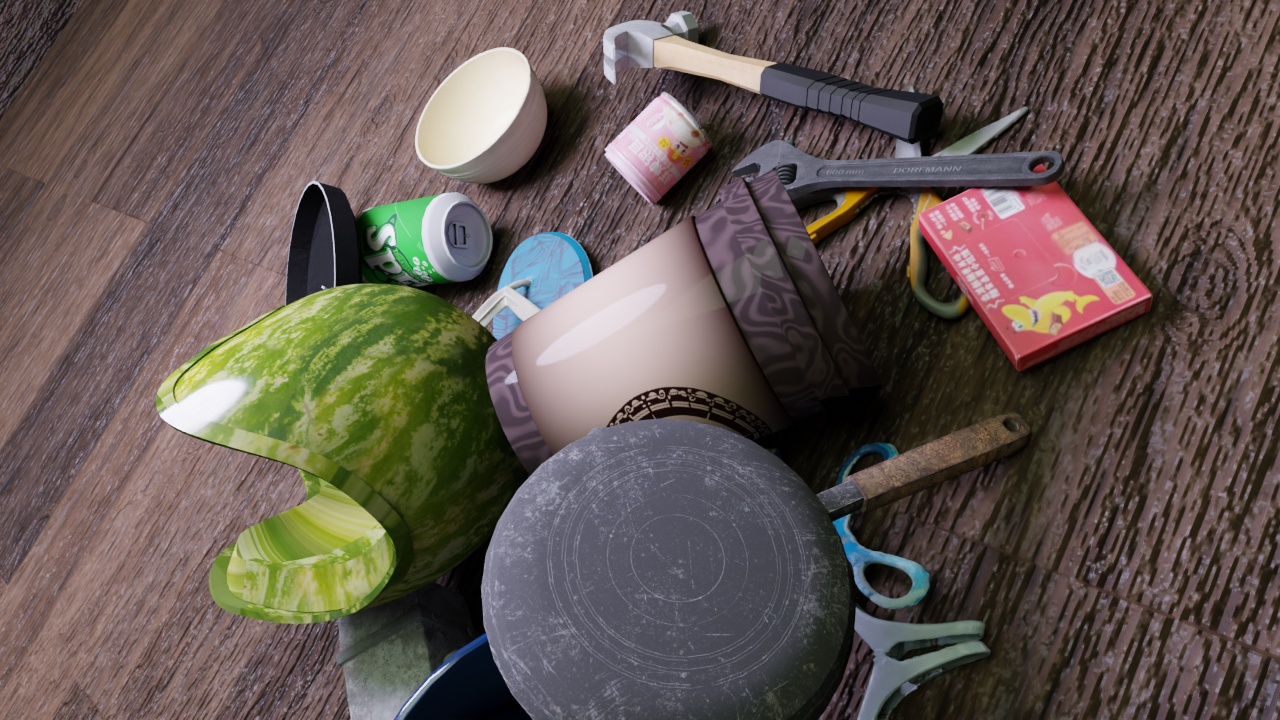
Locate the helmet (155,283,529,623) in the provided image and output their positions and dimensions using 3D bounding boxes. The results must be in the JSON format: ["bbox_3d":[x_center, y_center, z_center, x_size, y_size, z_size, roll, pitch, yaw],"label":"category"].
[{"bbox_3d":[-0.199,0.053,0.678,0.243,0.213,0.246,3,31,6],"label":"helmet"}]

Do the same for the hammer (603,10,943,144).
[{"bbox_3d":[0.099,-0.241,0.777,0.130,0.039,0.328,-28,42,-35],"label":"hammer"}]

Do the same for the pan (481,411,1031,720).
[{"bbox_3d":[0.086,0.088,0.511,0.356,0.040,0.207,-20,58,-18],"label":"pan"}]

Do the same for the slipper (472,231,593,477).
[{"bbox_3d":[-0.106,0.000,0.806,0.118,0.060,0.294,-7,61,28],"label":"slipper"}]

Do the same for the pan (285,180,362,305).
[{"bbox_3d":[-0.322,-0.006,0.931,0.226,0.034,0.356,-26,67,55],"label":"pan"}]

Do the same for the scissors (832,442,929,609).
[{"bbox_3d":[0.134,0.106,0.592,0.134,0.011,0.139,11,57,47],"label":"scissors"}]

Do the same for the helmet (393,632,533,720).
[{"bbox_3d":[-0.038,0.270,0.493,0.223,0.232,0.272,177,96,-80],"label":"helmet"}]

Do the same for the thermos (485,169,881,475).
[{"bbox_3d":[0.025,-0.005,0.628,0.226,0.173,0.172,-26,52,12],"label":"thermos"}]

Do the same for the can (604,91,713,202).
[{"bbox_3d":[0.016,-0.189,0.822,0.076,0.067,0.067,-44,49,5],"label":"can"}]

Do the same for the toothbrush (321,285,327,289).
[{"bbox_3d":[-0.203,-0.013,0.798,0.010,0.181,0.010,-53,36,1],"label":"toothbrush"}]

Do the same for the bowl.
[{"bbox_3d":[-0.155,-0.244,0.964,0.151,0.075,0.150,-17,56,27],"label":"bowl"}]

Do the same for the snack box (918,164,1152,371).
[{"bbox_3d":[0.255,-0.066,0.604,0.089,0.021,0.132,-26,56,7],"label":"snack box"}]

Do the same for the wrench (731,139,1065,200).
[{"bbox_3d":[0.175,-0.141,0.686,0.274,0.018,0.073,9,61,44],"label":"wrench"}]

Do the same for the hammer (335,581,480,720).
[{"bbox_3d":[-0.067,0.196,0.664,0.327,0.079,0.176,-31,51,10],"label":"hammer"}]

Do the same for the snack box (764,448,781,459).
[{"bbox_3d":[0.020,0.095,0.659,0.150,0.026,0.081,-3,29,35],"label":"snack box"}]

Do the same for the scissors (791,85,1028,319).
[{"bbox_3d":[0.195,-0.115,0.691,0.226,0.016,0.229,-28,51,16],"label":"scissors"}]

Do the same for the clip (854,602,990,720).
[{"bbox_3d":[0.111,0.199,0.565,0.165,0.032,0.165,26,82,41],"label":"clip"}]

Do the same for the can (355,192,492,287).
[{"bbox_3d":[-0.226,-0.119,0.935,0.140,0.088,0.087,-3,64,33],"label":"can"}]
